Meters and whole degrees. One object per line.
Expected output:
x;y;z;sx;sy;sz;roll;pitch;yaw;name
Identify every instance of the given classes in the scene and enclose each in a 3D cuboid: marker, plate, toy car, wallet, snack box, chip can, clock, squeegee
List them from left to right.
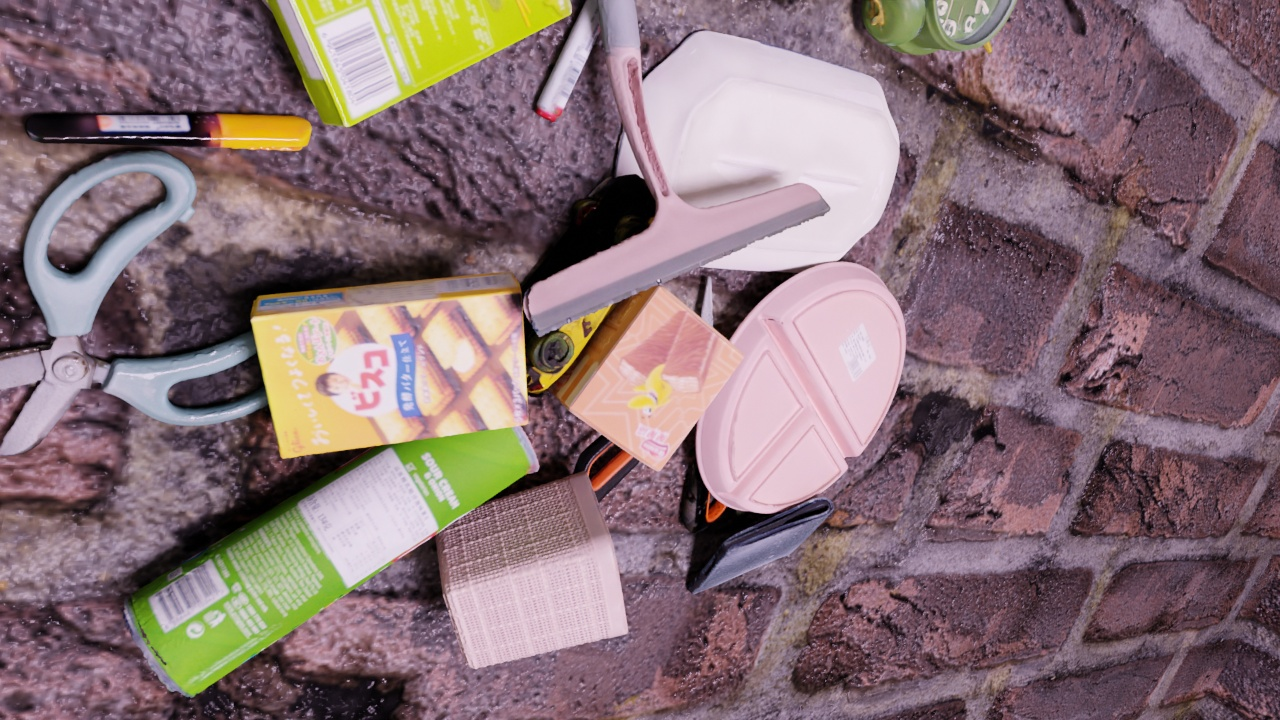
-0.223;-0.110;0.442;0.123;0.018;0.015;-8;151;-33;marker
-0.177;0.100;0.549;0.235;0.072;0.072;-33;129;-20;chip can
-0.134;0.001;0.508;0.140;0.033;0.087;-6;119;-12;snack box
-0.107;-0.189;0.460;0.156;0.026;0.086;-40;129;-30;snack box
-0.038;-0.048;0.578;0.041;0.071;0.156;38;87;-41;toy car
-0.025;-0.210;0.542;0.017;0.017;0.145;20;100;-42;marker
-0.004;-0.172;0.527;0.247;0.040;0.250;-25;108;-35;squeegee
-0.004;0.004;0.604;0.077;0.093;0.094;37;88;-24;snack box
0.105;0.166;0.810;0.120;0.019;0.097;-15;150;-29;wallet
0.100;-0.138;0.662;0.265;0.034;0.162;1;112;-38;plate
0.141;0.030;0.759;0.229;0.028;0.230;-20;126;-31;plate
0.213;-0.281;0.659;0.161;0.056;0.116;-4;114;-36;clock

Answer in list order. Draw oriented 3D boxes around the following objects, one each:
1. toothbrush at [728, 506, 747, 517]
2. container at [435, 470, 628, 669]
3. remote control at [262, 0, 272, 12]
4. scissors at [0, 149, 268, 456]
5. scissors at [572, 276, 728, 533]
0.146;0.070;0.821;0.185;0.017;0.012;-44;129;-13;toothbrush
-0.076;0.145;0.626;0.111;0.090;0.090;-14;124;-9;container
-0.169;-0.203;0.429;0.058;0.021;0.150;-51;134;-15;remote control
-0.255;-0.030;0.459;0.170;0.019;0.181;-10;119;-33;scissors
0.035;0.048;0.722;0.220;0.022;0.234;-25;125;-31;scissors
